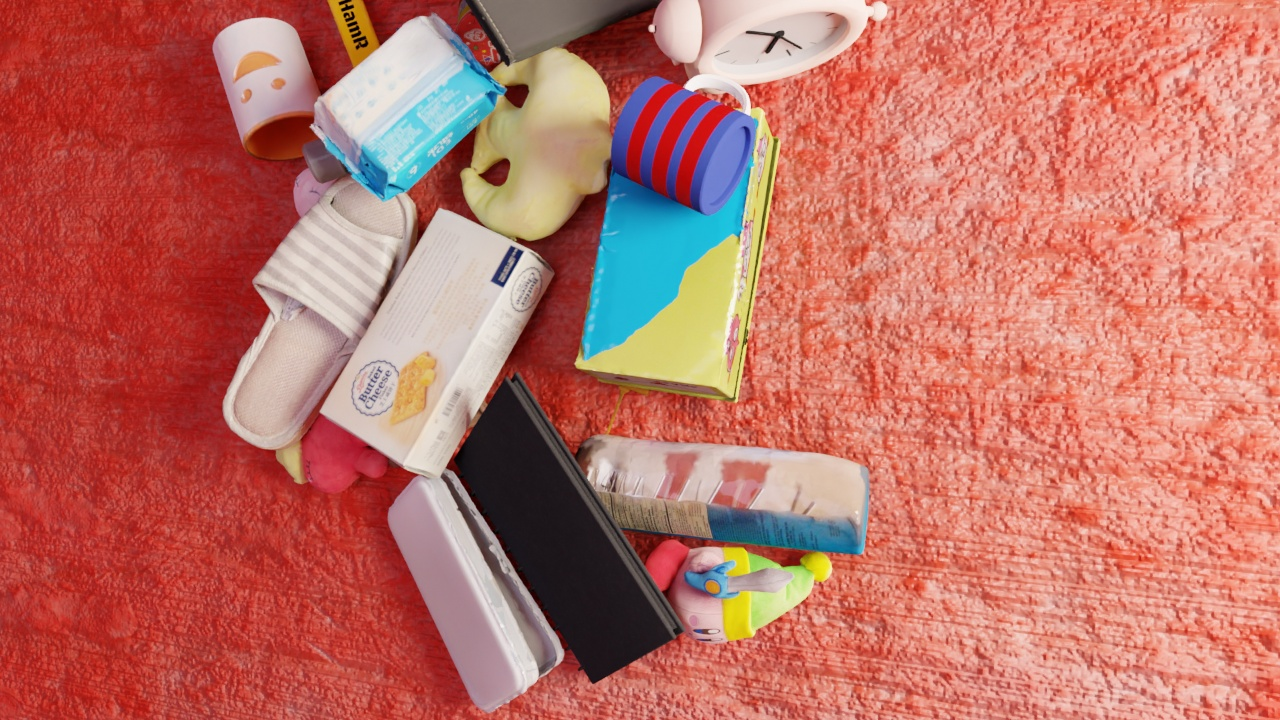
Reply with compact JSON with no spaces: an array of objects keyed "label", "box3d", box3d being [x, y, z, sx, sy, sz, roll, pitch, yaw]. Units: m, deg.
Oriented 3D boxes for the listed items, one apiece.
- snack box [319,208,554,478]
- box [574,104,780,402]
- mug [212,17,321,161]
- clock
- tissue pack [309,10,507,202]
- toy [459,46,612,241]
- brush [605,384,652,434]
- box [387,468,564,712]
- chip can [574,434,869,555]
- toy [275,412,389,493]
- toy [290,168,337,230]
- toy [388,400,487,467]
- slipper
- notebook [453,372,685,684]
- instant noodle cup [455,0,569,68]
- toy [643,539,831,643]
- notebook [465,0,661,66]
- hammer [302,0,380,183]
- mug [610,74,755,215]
[{"label":"snack box","box3d":[-0.173,-0.016,0.788,0.104,0.057,0.207,27,84,24]},{"label":"box","box3d":[0.032,-0.086,0.723,0.124,0.079,0.220,6,81,18]},{"label":"mug","box3d":[-0.348,-0.254,0.867,0.082,0.082,0.105,-24,81,17]},{"label":"clock","box3d":[0.094,-0.265,0.686,0.161,0.131,0.086,-21,82,19]},{"label":"tissue pack","box3d":[-0.194,-0.208,0.758,0.144,0.062,0.093,-43,92,-4]},{"label":"toy","box3d":[-0.084,-0.181,0.784,0.155,0.064,0.170,23,101,28]},{"label":"brush","box3d":[-0.005,0.004,0.776,0.048,0.017,0.126,22,96,18]},{"label":"box","box3d":[-0.156,0.199,0.802,0.118,0.063,0.213,-38,79,32]},{"label":"chip can","box3d":[0.061,0.103,0.723,0.230,0.079,0.080,3,90,19]},{"label":"toy","box3d":[-0.288,0.079,0.860,0.135,0.045,0.091,5,93,25]},{"label":"toy","box3d":[-0.303,-0.143,0.869,0.063,0.047,0.110,22,100,25]},{"label":"toy","box3d":[-0.182,0.058,0.825,0.102,0.041,0.054,-29,39,2]},{"label":"slipper","box3d":[-0.292,-0.043,0.824,0.114,0.054,0.273,28,94,2]},{"label":"notebook","box3d":[-0.070,0.144,0.747,0.231,0.019,0.170,55,143,12]},{"label":"instant noodle cup","box3d":[-0.113,-0.327,0.784,0.100,0.100,0.112,-11,78,19]},{"label":"toy","box3d":[0.073,0.170,0.710,0.131,0.124,0.096,13,54,21]},{"label":"notebook","box3d":[-0.057,-0.339,0.738,0.208,0.029,0.169,-28,81,-22]},{"label":"hammer","box3d":[-0.263,-0.321,0.848,0.169,0.034,0.324,-22,73,-6]},{"label":"mug","box3d":[0.041,-0.165,0.662,0.076,0.075,0.111,29,62,19]}]
